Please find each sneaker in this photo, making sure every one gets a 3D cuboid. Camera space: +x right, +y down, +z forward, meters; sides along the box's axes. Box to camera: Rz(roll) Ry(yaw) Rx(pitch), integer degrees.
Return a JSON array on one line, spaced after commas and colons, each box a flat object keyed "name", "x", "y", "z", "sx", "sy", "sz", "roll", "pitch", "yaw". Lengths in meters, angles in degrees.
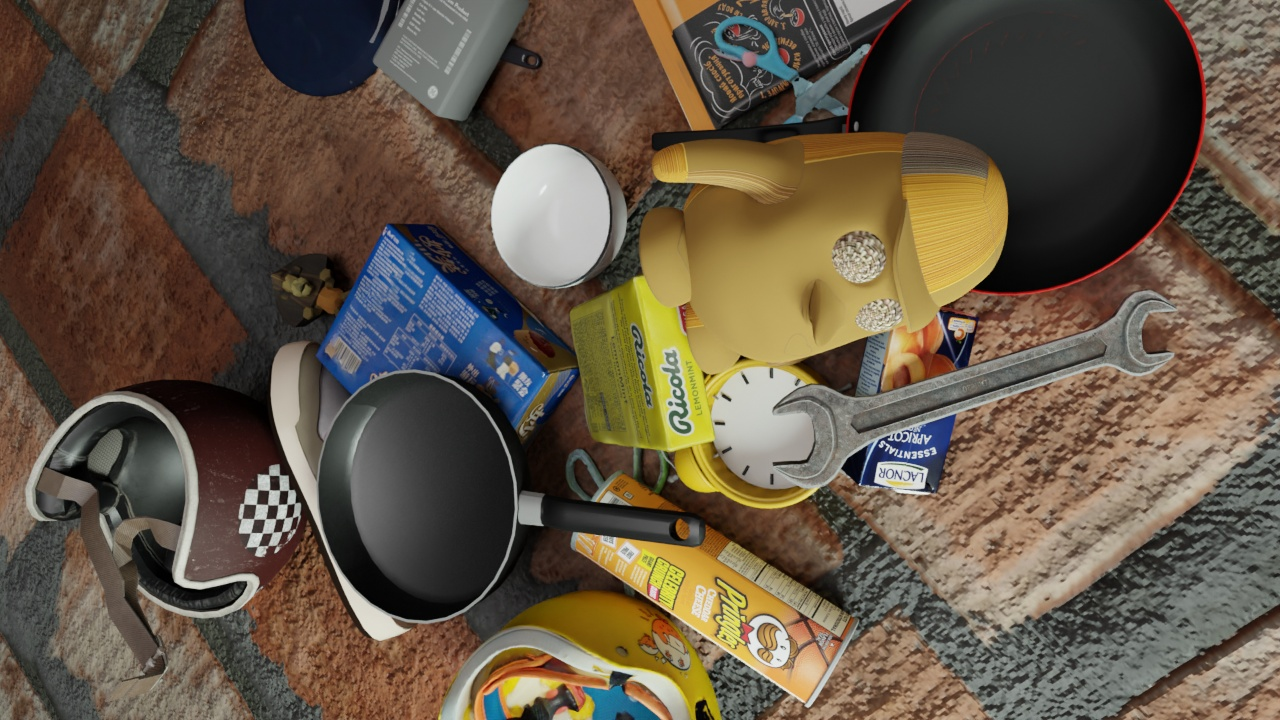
[{"name": "sneaker", "x": -0.247, "y": 0.106, "z": 0.859, "sx": 0.116, "sy": 0.111, "sz": 0.293, "roll": -22, "pitch": 84, "yaw": 5}]

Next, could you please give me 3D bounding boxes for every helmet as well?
[{"name": "helmet", "x": -0.023, "y": 0.288, "z": 0.741, "sx": 0.210, "sy": 0.139, "sz": 0.240, "roll": -32, "pitch": 96, "yaw": 27}, {"name": "helmet", "x": -0.433, "y": 0.137, "z": 0.859, "sx": 0.233, "sy": 0.253, "sz": 0.234, "roll": 16, "pitch": 88, "yaw": 19}]

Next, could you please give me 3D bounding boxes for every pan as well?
[{"name": "pan", "x": -0.110, "y": 0.112, "z": 0.722, "sx": 0.356, "sy": 0.044, "sz": 0.204, "roll": 2, "pitch": 91, "yaw": 26}, {"name": "pan", "x": -0.237, "y": -0.322, "z": 0.839, "sx": 0.357, "sy": 0.021, "sz": 0.199, "roll": 25, "pitch": 107, "yaw": 21}, {"name": "pan", "x": 0.174, "y": -0.154, "z": 0.621, "sx": 0.357, "sy": 0.067, "sz": 0.209, "roll": 6, "pitch": 106, "yaw": 32}]

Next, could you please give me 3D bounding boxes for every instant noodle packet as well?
[{"name": "instant noodle packet", "x": 0.101, "y": -0.282, "z": 0.660, "sx": 0.221, "sy": 0.032, "sz": 0.160, "roll": -23, "pitch": 94, "yaw": 27}]

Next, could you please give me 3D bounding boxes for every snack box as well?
[{"name": "snack box", "x": -0.004, "y": 0.004, "z": 0.695, "sx": 0.181, "sy": 0.045, "sz": 0.121, "roll": 169, "pitch": 90, "yaw": -70}, {"name": "snack box", "x": -0.173, "y": 0.000, "z": 0.816, "sx": 0.203, "sy": 0.069, "sz": 0.155, "roll": 42, "pitch": 112, "yaw": 17}]

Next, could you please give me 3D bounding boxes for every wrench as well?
[{"name": "wrench", "x": 0.215, "y": 0.018, "z": 0.604, "sx": 0.273, "sy": 0.010, "sz": 0.070, "roll": -19, "pitch": 99, "yaw": 8}]

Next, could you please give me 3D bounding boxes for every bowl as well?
[{"name": "bowl", "x": -0.059, "y": -0.117, "z": 0.748, "sx": 0.114, "sy": 0.063, "sz": 0.113, "roll": 4, "pitch": 98, "yaw": 26}]

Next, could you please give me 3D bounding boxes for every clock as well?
[{"name": "clock", "x": 0.084, "y": 0.052, "z": 0.705, "sx": 0.152, "sy": 0.052, "sz": 0.113, "roll": 1, "pitch": 97, "yaw": 22}]

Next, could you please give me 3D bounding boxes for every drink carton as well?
[{"name": "drink carton", "x": 0.185, "y": 0.026, "z": 0.641, "sx": 0.064, "sy": 0.040, "sz": 0.130, "roll": 8, "pitch": 102, "yaw": -10}]

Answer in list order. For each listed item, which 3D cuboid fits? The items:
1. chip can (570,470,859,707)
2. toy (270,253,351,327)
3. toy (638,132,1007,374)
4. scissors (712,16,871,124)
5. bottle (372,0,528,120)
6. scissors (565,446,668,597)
[{"name": "chip can", "x": 0.054, "y": 0.172, "z": 0.710, "sx": 0.215, "sy": 0.075, "sz": 0.075, "roll": 30, "pitch": 108, "yaw": 17}, {"name": "toy", "x": -0.307, "y": -0.062, "z": 0.883, "sx": 0.100, "sy": 0.062, "sz": 0.076, "roll": 22, "pitch": 86, "yaw": 17}, {"name": "toy", "x": 0.119, "y": -0.068, "z": 0.565, "sx": 0.204, "sy": 0.199, "sz": 0.162, "roll": -10, "pitch": 47, "yaw": 26}, {"name": "scissors", "x": 0.103, "y": -0.187, "z": 0.672, "sx": 0.135, "sy": 0.015, "sz": 0.136, "roll": 32, "pitch": 122, "yaw": 7}, {"name": "bottle", "x": -0.145, "y": -0.298, "z": 0.766, "sx": 0.084, "sy": 0.046, "sz": 0.174, "roll": 41, "pitch": 111, "yaw": 12}, {"name": "scissors", "x": -0.002, "y": 0.142, "z": 0.778, "sx": 0.139, "sy": 0.028, "sz": 0.170, "roll": -35, "pitch": 84, "yaw": 24}]
